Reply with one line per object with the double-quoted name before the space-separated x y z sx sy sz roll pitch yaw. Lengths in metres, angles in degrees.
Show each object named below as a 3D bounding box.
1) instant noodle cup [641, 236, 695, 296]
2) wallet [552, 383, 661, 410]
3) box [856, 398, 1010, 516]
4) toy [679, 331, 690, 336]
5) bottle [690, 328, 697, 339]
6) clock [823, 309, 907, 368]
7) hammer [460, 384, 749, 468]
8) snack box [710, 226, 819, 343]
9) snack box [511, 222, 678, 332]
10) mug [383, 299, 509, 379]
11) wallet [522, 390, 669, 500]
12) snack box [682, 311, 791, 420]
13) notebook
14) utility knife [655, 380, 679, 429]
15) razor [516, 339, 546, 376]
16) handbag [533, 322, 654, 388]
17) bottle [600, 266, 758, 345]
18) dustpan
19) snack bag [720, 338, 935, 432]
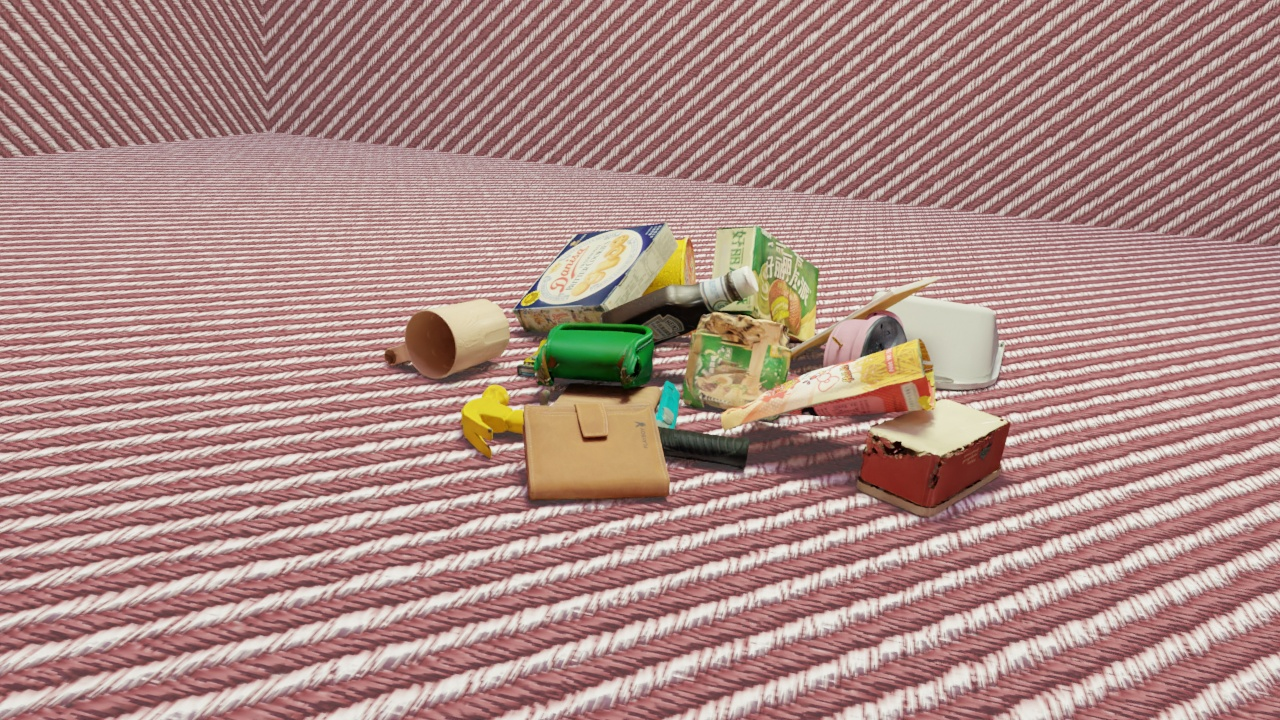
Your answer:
"instant noodle cup" 0.022 -0.117 1.389 0.110 0.138 0.137 0 17 12
"wallet" -0.038 0.048 1.048 0.115 0.020 0.101 5 16 7
"box" 0.297 0.085 0.925 0.091 0.080 0.168 22 24 40
"toy" 0.017 -0.053 1.287 0.157 0.066 0.105 1 16 -24
"bottle" 0.131 -0.041 1.297 0.067 0.067 0.149 18 15 33
"clock" 0.286 -0.001 1.131 0.060 0.117 0.158 7 17 44
"hammer" -0.040 0.075 0.944 0.301 0.033 0.128 7 19 7
"snack box" 0.173 -0.096 1.248 0.063 0.114 0.239 2 -8 30
"snack box" -0.064 -0.115 1.284 0.183 0.046 0.177 0 43 40
"mug" -0.239 -0.025 1.140 0.125 0.084 0.103 -15 4 34
"wallet" -0.045 0.082 0.872 0.130 0.035 0.119 0 50 -13
"snack box" 0.124 0.003 1.105 0.118 0.117 0.105 11 7 13
"notebook" 0.285 -0.052 1.233 0.207 0.010 0.145 -34 -11 40
"utility knife" 0.032 0.053 1.043 0.029 0.013 0.151 44 17 -9
"razor" -0.125 -0.009 1.187 0.043 0.028 0.132 3 17 6
"handbag" -0.053 0.000 1.079 0.131 0.068 0.120 4 18 13
"bottle" 0.050 -0.064 1.133 0.195 0.044 0.080 -21 -33 19
"dustpan" 0.414 -0.008 1.343 0.223 0.142 0.257 11 -10 18
"snack bag" 0.197 0.035 0.954 0.208 0.073 0.128 -14 1 24
